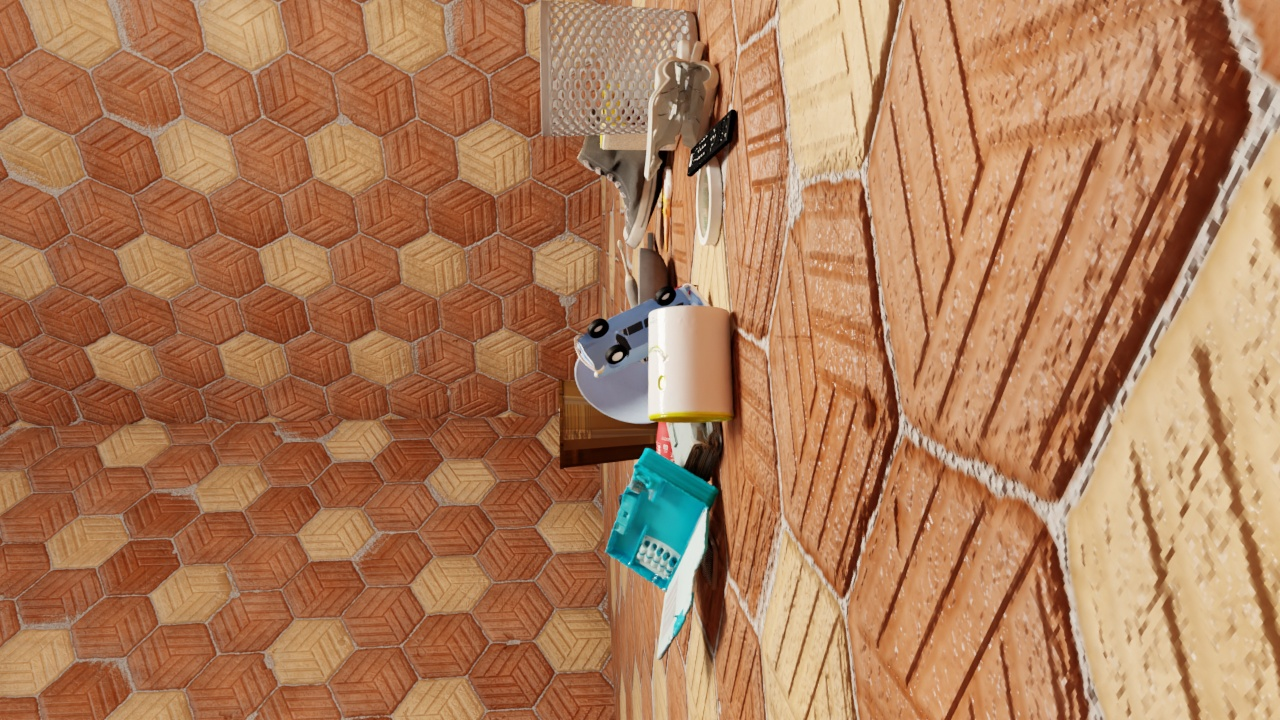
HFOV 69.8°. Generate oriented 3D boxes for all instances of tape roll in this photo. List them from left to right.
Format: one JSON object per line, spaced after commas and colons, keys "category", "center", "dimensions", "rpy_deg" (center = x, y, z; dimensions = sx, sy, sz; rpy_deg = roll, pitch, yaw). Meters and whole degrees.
{"category": "tape roll", "center": [0.072, -0.169, 0.973], "dimensions": [0.093, 0.013, 0.093], "rpy_deg": [178, 92, -85]}

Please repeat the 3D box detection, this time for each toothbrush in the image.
{"category": "toothbrush", "center": [-0.012, -0.106, 1.469], "dimensions": [0.024, 0.022, 0.186], "rpy_deg": [-107, 1, -64]}

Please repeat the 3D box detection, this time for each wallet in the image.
{"category": "wallet", "center": [0.057, 0.061, 1.011], "dimensions": [0.101, 0.054, 0.131], "rpy_deg": [95, 167, -55]}

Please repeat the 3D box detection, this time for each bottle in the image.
{"category": "bottle", "center": [0.042, 0.112, 1.195], "dimensions": [0.042, 0.042, 0.142], "rpy_deg": [-110, 20, -75]}

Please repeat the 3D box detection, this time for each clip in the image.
{"category": "clip", "center": [0.056, -0.276, 0.994], "dimensions": [0.151, 0.104, 0.127], "rpy_deg": [-58, -11, -29]}

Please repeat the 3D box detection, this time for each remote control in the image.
{"category": "remote control", "center": [0.069, -0.215, 0.916], "dimensions": [0.140, 0.009, 0.030], "rpy_deg": [168, 112, -77]}

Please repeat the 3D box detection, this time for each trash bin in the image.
{"category": "trash bin", "center": [-0.029, -0.352, 1.114], "dimensions": [0.156, 0.183, 0.156], "rpy_deg": [178, 92, -85]}

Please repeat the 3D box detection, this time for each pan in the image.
{"category": "pan", "center": [0.020, -0.121, 1.420], "dimensions": [0.356, 0.041, 0.179], "rpy_deg": [-89, -2, -59]}

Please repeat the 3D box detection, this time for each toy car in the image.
{"category": "toy car", "center": [0.003, -0.030, 1.000], "dimensions": [0.056, 0.153, 0.055], "rpy_deg": [55, 165, 35]}

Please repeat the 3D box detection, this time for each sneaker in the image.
{"category": "sneaker", "center": [-0.030, -0.272, 1.382], "dimensions": [0.235, 0.120, 0.095], "rpy_deg": [94, -167, -56]}

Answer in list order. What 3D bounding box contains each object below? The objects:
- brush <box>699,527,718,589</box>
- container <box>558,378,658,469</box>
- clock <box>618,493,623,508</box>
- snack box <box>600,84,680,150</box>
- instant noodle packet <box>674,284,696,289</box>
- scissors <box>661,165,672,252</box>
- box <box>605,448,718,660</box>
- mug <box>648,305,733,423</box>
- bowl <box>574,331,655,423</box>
{"category": "brush", "center": [0.070, 0.210, 1.052], "dimensions": [0.135, 0.015, 0.050], "rpy_deg": [-111, 22, -75]}
{"category": "container", "center": [-0.036, 0.091, 1.347], "dimensions": [0.132, 0.167, 0.132], "rpy_deg": [177, 92, -85]}
{"category": "clock", "center": [0.022, 0.219, 1.190], "dimensions": [0.162, 0.060, 0.117], "rpy_deg": [144, 105, -75]}
{"category": "snack box", "center": [0.000, -0.326, 1.232], "dimensions": [0.084, 0.105, 0.061], "rpy_deg": [116, 152, -79]}
{"category": "instant noodle packet", "center": [0.051, -0.015, 1.107], "dimensions": [0.098, 0.039, 0.136], "rpy_deg": [-91, 5, -52]}
{"category": "scissors", "center": [0.039, -0.220, 1.340], "dimensions": [0.065, 0.013, 0.128], "rpy_deg": [174, 96, -86]}
{"category": "box", "center": [0.034, 0.215, 1.031], "dimensions": [0.171, 0.084, 0.228], "rpy_deg": [60, 154, 28]}
{"category": "mug", "center": [0.048, 0.006, 0.893], "dimensions": [0.082, 0.082, 0.106], "rpy_deg": [124, 146, -81]}
{"category": "bowl", "center": [-0.007, 0.007, 1.249], "dimensions": [0.074, 0.150, 0.151], "rpy_deg": [-68, -13, -45]}
